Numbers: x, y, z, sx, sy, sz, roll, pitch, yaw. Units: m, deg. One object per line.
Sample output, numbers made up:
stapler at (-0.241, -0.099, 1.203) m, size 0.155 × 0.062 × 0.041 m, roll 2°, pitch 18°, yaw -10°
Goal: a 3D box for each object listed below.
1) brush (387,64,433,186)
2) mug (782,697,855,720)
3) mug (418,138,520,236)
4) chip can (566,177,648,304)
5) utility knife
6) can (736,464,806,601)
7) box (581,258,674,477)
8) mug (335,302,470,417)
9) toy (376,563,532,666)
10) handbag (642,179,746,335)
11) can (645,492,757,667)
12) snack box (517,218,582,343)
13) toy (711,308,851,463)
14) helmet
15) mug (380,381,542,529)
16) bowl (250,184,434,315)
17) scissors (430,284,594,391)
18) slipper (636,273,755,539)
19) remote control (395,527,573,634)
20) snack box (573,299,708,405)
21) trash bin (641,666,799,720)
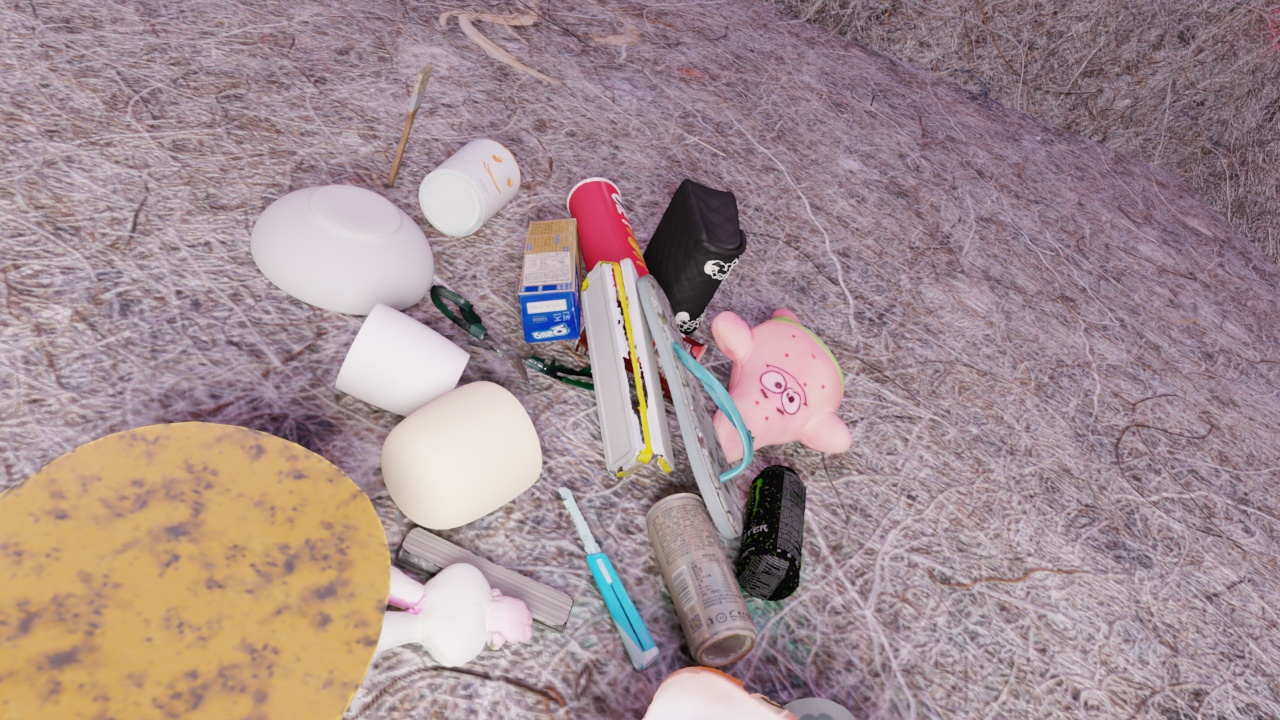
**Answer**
brush at (-0.262, -0.260, 1.033) m, size 0.008 × 0.143 × 0.045 m, roll 22°, pitch 26°, yaw -10°
mug at (0.104, 0.286, 0.616) m, size 0.111 × 0.084 × 0.103 m, roll -2°, pitch 23°, yaw 8°
mug at (-0.194, -0.199, 1.052) m, size 0.082 × 0.082 × 0.105 m, roll 27°, pitch 35°, yaw 1°
chip can at (-0.035, -0.128, 1.074) m, size 0.069 × 0.069 × 0.220 m, roll 9°, pitch 38°, yaw -24°
utility knife at (-0.033, 0.168, 0.732) m, size 0.022 × 0.015 × 0.176 m, roll -21°, pitch 50°, yaw -17°
can at (0.118, 0.151, 0.817) m, size 0.054 × 0.054 × 0.137 m, roll 25°, pitch 34°, yaw -3°
box at (-0.011, 0.004, 0.856) m, size 0.070 × 0.067 × 0.210 m, roll -6°, pitch 65°, yaw -11°
mug at (-0.200, 0.001, 0.793) m, size 0.087 × 0.081 × 0.114 m, roll 27°, pitch 13°, yaw -10°
toy at (-0.135, 0.175, 0.633) m, size 0.122 × 0.038 × 0.079 m, roll 11°, pitch 34°, yaw -13°
handbag at (0.072, -0.106, 1.049) m, size 0.114 × 0.154 × 0.125 m, roll 15°, pitch 41°, yaw -22°
can at (0.047, 0.175, 0.739) m, size 0.054 × 0.054 × 0.135 m, roll 7°, pitch 38°, yaw -27°
snack box at (-0.091, -0.087, 0.956) m, size 0.056 × 0.057 × 0.206 m, roll -4°, pitch 28°, yaw -1°
toy at (0.137, 0.031, 0.955) m, size 0.192 × 0.097 × 0.236 m, roll 45°, pitch 48°, yaw 6°
helmet at (-0.254, 0.162, 0.485) m, size 0.205 × 0.132 × 0.254 m, roll 24°, pitch 35°, yaw -3°
mug at (-0.152, 0.076, 0.711) m, size 0.120 × 0.096 × 0.099 m, roll 5°, pitch 25°, yaw 43°
bowl at (-0.286, -0.124, 0.903) m, size 0.176 × 0.066 × 0.176 m, roll 18°, pitch 35°, yaw -13°
scissors at (-0.125, -0.019, 0.895) m, size 0.201 × 0.015 × 0.203 m, roll 17°, pitch 17°, yaw -45°
slipper at (0.061, 0.034, 0.841) m, size 0.098 × 0.055 × 0.268 m, roll 48°, pitch 21°, yaw -61°
remote control at (-0.115, 0.164, 0.682) m, size 0.136 × 0.013 × 0.033 m, roll 26°, pitch 34°, yaw -4°
snack box at (0.000, -0.012, 0.942) m, size 0.121 × 0.072 × 0.072 m, roll 28°, pitch 34°, yaw 4°
trash bin at (0.073, 0.320, 0.471) m, size 0.260 × 0.158 × 0.181 m, roll 30°, pitch 34°, yaw 7°
